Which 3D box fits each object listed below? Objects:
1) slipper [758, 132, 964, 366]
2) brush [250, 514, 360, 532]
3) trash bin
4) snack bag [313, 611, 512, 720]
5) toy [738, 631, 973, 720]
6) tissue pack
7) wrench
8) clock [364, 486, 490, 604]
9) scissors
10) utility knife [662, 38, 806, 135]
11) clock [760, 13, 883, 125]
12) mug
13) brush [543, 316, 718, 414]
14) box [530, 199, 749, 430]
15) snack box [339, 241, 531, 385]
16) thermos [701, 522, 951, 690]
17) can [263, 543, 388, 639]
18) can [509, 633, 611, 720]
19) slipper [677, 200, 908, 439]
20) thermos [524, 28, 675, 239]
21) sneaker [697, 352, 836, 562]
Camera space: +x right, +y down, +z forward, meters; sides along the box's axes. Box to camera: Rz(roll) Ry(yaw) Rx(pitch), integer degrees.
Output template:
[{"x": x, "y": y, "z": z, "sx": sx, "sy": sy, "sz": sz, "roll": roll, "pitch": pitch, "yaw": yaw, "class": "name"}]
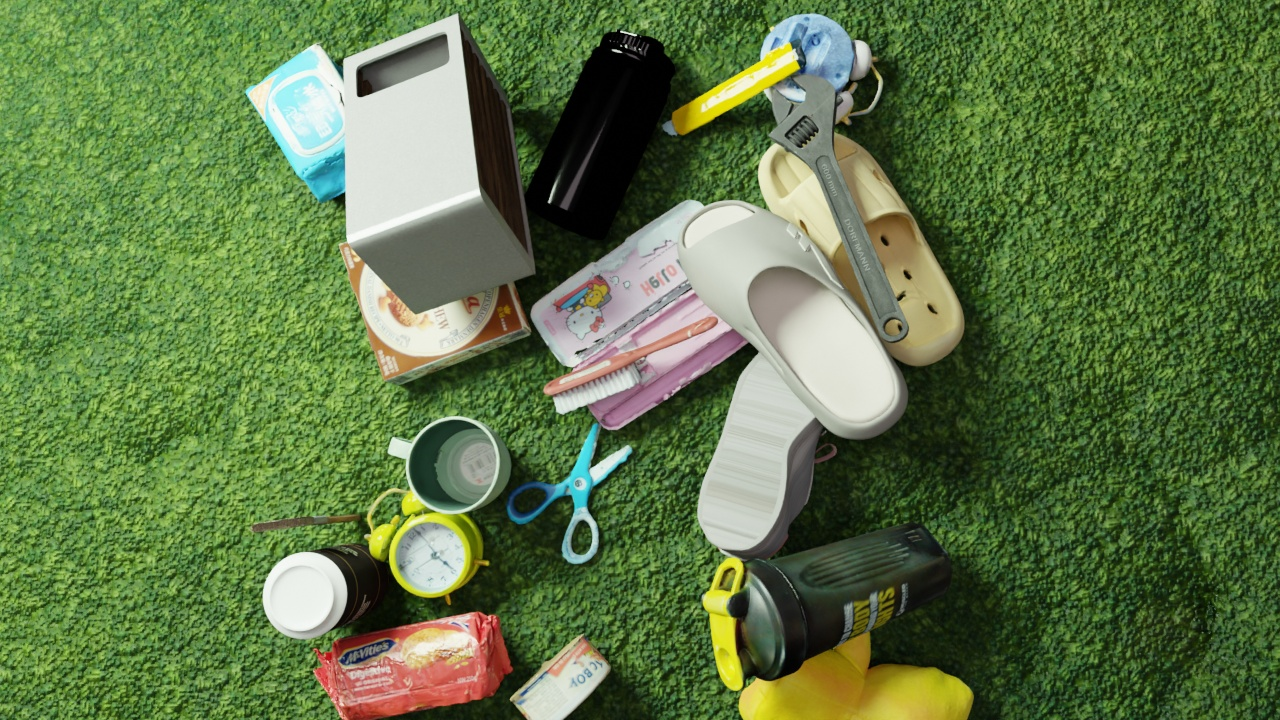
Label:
[{"x": 0.215, "y": -0.115, "z": 0.856, "sx": 0.111, "sy": 0.079, "sz": 0.261, "roll": -33, "pitch": 83, "yaw": -4, "class": "slipper"}, {"x": -0.285, "y": 0.143, "z": 0.819, "sx": 0.045, "sy": 0.143, "sz": 0.008, "roll": -10, "pitch": 81, "yaw": 10, "class": "brush"}, {"x": -0.181, "y": -0.176, "z": 0.818, "sx": 0.114, "sy": 0.114, "sz": 0.228, "roll": -18, "pitch": 58, "yaw": 9, "class": "trash bin"}, {"x": -0.206, "y": 0.281, "z": 0.832, "sx": 0.176, "sy": 0.082, "sz": 0.082, "roll": -12, "pitch": 83, "yaw": 2, "class": "snack bag"}, {"x": 0.189, "y": 0.300, "z": 0.804, "sx": 0.194, "sy": 0.087, "sz": 0.134, "roll": 26, "pitch": 81, "yaw": 6, "class": "toy"}, {"x": -0.316, "y": -0.237, "z": 0.907, "sx": 0.093, "sy": 0.062, "sz": 0.144, "roll": -34, "pitch": 83, "yaw": -2, "class": "tissue pack"}, {"x": 0.179, "y": -0.140, "z": 0.816, "sx": 0.073, "sy": 0.018, "sz": 0.273, "roll": -24, "pitch": 71, "yaw": 17, "class": "wrench"}, {"x": -0.201, "y": 0.169, "z": 0.854, "sx": 0.119, "sy": 0.057, "sz": 0.083, "roll": 42, "pitch": 89, "yaw": 1, "class": "clock"}, {"x": -0.071, "y": 0.118, "z": 0.877, "sx": 0.118, "sy": 0.013, "sz": 0.140, "roll": 16, "pitch": 87, "yaw": 6, "class": "scissors"}, {"x": 0.087, "y": -0.257, "z": 0.877, "sx": 0.159, "sy": 0.017, "sz": 0.030, "roll": -23, "pitch": 79, "yaw": 26, "class": "utility knife"}, {"x": 0.173, "y": -0.278, "z": 0.889, "sx": 0.125, "sy": 0.052, "sz": 0.088, "roll": 25, "pitch": 85, "yaw": 6, "class": "clock"}, {"x": -0.173, "y": 0.092, "z": 0.838, "sx": 0.111, "sy": 0.104, "sz": 0.084, "roll": 15, "pitch": 84, "yaw": 4, "class": "mug"}, {"x": -0.005, "y": 0.005, "z": 0.838, "sx": 0.172, "sy": 0.041, "sz": 0.030, "roll": -23, "pitch": 103, "yaw": 4, "class": "brush"}, {"x": 0.012, "y": -0.044, "z": 0.880, "sx": 0.201, "sy": 0.037, "sz": 0.152, "roll": -34, "pitch": 80, "yaw": -1, "class": "box"}, {"x": -0.198, "y": -0.068, "z": 0.890, "sx": 0.147, "sy": 0.041, "sz": 0.143, "roll": -20, "pitch": 82, "yaw": 1, "class": "snack box"}, {"x": 0.158, "y": 0.197, "z": 0.776, "sx": 0.220, "sy": 0.098, "sz": 0.098, "roll": -11, "pitch": 82, "yaw": -26, "class": "thermos"}, {"x": -0.276, "y": 0.203, "z": 0.818, "sx": 0.072, "sy": 0.128, "sz": 0.072, "roll": 0, "pitch": 83, "yaw": 3, "class": "can"}, {"x": -0.071, "y": 0.288, "z": 0.819, "sx": 0.086, "sy": 0.086, "sz": 0.043, "roll": -42, "pitch": 83, "yaw": -2, "class": "can"}, {"x": 0.131, "y": -0.050, "z": 0.799, "sx": 0.113, "sy": 0.081, "sz": 0.265, "roll": -35, "pitch": 71, "yaw": -2, "class": "slipper"}, {"x": -0.032, "y": -0.224, "z": 0.877, "sx": 0.086, "sy": 0.086, "sz": 0.198, "roll": 23, "pitch": 85, "yaw": 6, "class": "thermos"}, {"x": 0.125, "y": 0.083, "z": 0.843, "sx": 0.099, "sy": 0.089, "sz": 0.235, "roll": 19, "pitch": 63, "yaw": 23, "class": "sneaker"}]
